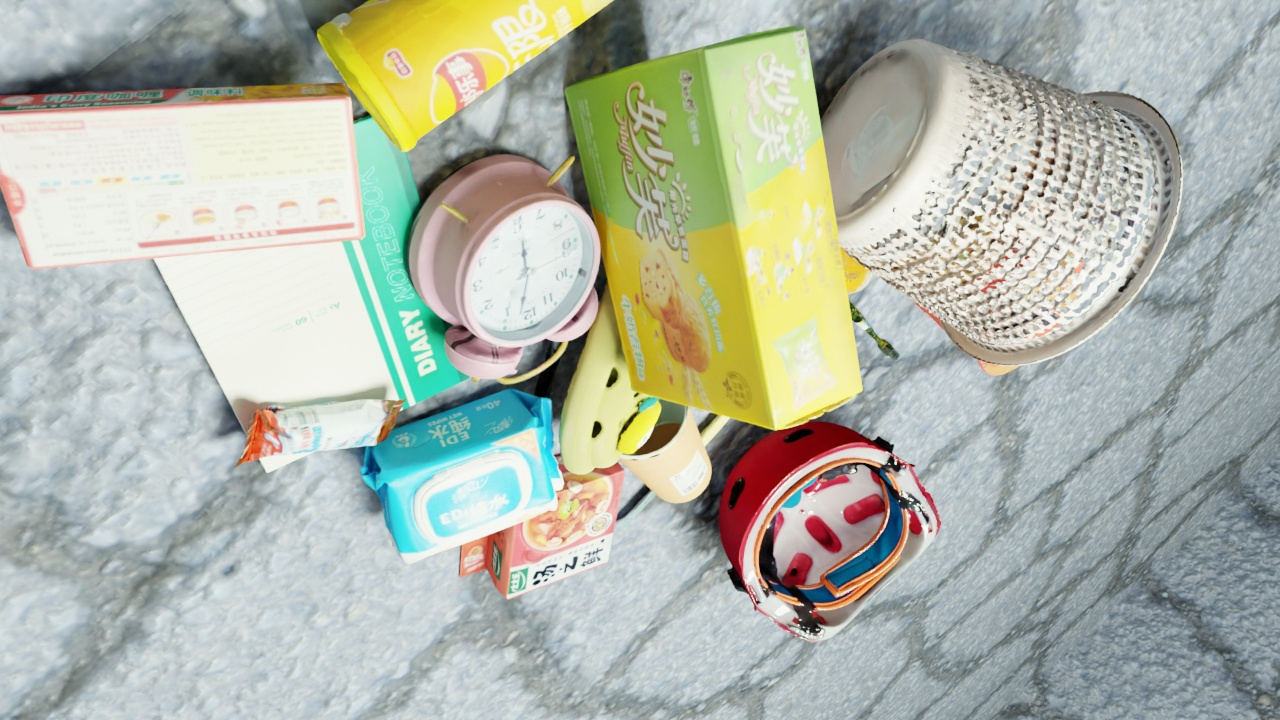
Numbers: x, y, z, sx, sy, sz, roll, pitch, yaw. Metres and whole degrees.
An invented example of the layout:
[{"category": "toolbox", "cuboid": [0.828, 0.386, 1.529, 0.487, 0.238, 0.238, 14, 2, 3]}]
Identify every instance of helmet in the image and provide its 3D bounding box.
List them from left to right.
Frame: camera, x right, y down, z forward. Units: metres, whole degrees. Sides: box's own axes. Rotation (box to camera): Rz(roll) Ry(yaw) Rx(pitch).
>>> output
[{"category": "helmet", "cuboid": [0.163, 0.147, 0.917, 0.207, 0.144, 0.240, -44, 126, -1]}]

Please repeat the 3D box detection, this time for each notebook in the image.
[{"category": "notebook", "cuboid": [-0.192, -0.035, 0.559, 0.150, 0.012, 0.209, -27, 137, -21]}]

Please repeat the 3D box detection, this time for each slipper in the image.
[{"category": "slipper", "cuboid": [-0.004, 0.004, 0.672, 0.091, 0.081, 0.191, -49, 158, -71]}]

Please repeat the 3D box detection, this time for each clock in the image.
[{"category": "clock", "cuboid": [-0.081, -0.051, 0.592, 0.117, 0.060, 0.159, -29, 139, -27]}]

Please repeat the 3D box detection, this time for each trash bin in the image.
[{"category": "trash bin", "cuboid": [0.239, -0.130, 0.687, 0.192, 0.227, 0.228, 19, 112, -24]}]

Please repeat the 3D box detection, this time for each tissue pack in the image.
[{"category": "tissue pack", "cuboid": [-0.125, 0.083, 0.663, 0.139, 0.063, 0.090, -19, 126, -19]}]

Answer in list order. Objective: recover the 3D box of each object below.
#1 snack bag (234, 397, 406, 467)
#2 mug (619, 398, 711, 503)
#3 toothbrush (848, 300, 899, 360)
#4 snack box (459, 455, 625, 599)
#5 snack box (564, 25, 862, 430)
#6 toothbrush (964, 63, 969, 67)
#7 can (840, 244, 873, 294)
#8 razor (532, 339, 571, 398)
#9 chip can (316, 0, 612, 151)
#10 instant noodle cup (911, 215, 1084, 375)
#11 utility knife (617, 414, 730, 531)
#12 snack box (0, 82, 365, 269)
[{"category": "snack bag", "cuboid": [-0.203, 0.044, 0.585, 0.104, 0.026, 0.048, -2, 136, -39]}, {"category": "mug", "cuboid": [0.019, 0.073, 0.783, 0.078, 0.078, 0.123, -40, 144, -5]}, {"category": "toothbrush", "cuboid": [0.215, -0.038, 0.893, 0.012, 0.017, 0.185, -48, 140, 8]}, {"category": "snack box", "cuboid": [-0.083, 0.139, 0.774, 0.126, 0.044, 0.113, -14, 132, -31]}, {"category": "snack box", "cuboid": [0.039, -0.075, 0.548, 0.069, 0.158, 0.210, -21, 107, -27]}, {"category": "toothbrush", "cuboid": [0.206, -0.181, 0.764, 0.189, 0.016, 0.014, -47, 136, 5]}, {"category": "can", "cuboid": [0.126, -0.082, 0.748, 0.145, 0.058, 0.058, -3, 125, -39]}, {"category": "razor", "cuboid": [-0.075, 0.023, 0.698, 0.042, 0.022, 0.143, 12, 122, -13]}, {"category": "chip can", "cuboid": [-0.060, -0.199, 0.481, 0.213, 0.072, 0.072, -38, 140, -9]}, {"category": "instant noodle cup", "cuboid": [0.343, -0.070, 0.902, 0.137, 0.108, 0.138, -23, 135, -25]}, {"category": "utility knife", "cuboid": [0.052, 0.083, 0.857, 0.213, 0.022, 0.031, -53, 159, 1]}, {"category": "snack box", "cuboid": [-0.218, -0.091, 0.446, 0.155, 0.027, 0.077, -8, 125, -19]}]
